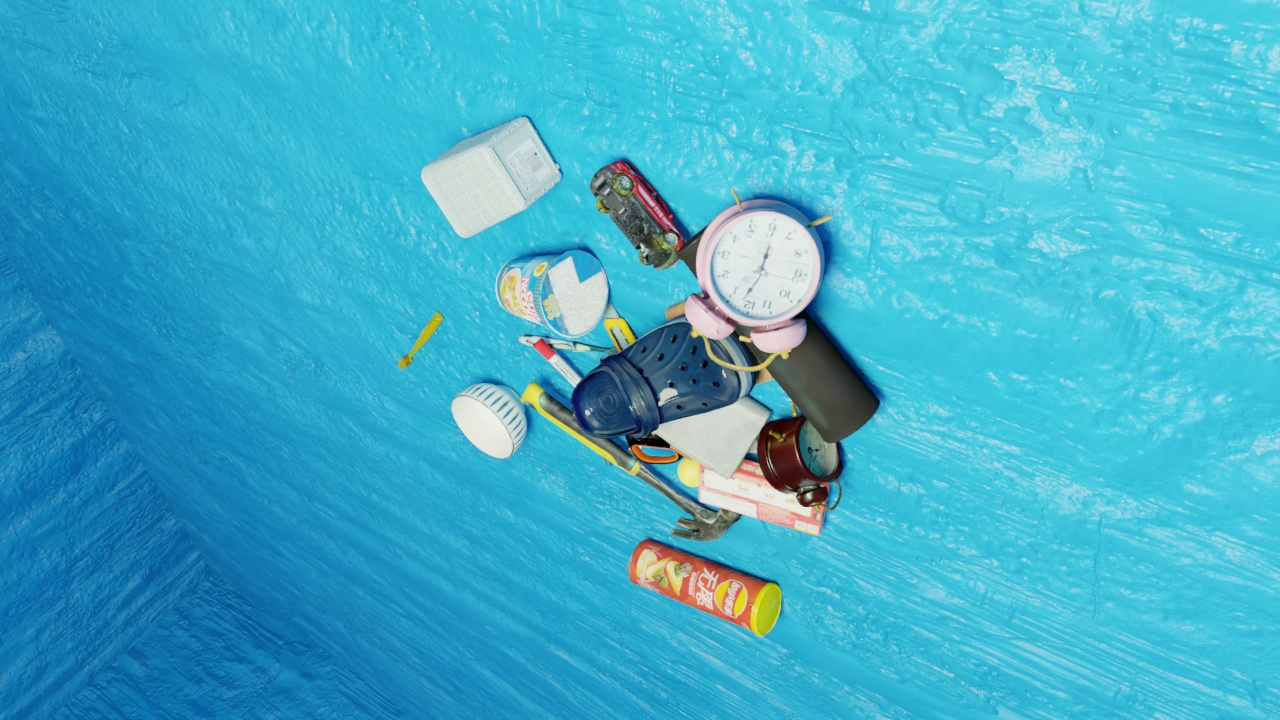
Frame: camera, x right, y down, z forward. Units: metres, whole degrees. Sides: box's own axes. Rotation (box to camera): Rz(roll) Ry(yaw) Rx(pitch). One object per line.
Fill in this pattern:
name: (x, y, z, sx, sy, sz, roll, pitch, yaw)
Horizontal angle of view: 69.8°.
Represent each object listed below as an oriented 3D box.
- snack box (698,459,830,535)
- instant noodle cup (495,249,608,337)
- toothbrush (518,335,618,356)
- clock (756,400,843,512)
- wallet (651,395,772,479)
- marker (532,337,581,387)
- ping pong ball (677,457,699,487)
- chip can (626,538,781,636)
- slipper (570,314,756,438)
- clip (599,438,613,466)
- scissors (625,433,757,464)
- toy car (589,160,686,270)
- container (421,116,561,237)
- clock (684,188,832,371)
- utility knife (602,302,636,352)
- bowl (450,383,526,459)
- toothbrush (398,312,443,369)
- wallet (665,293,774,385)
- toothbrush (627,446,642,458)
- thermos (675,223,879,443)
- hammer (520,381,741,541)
snack box: (0.144, 0.156, 1.086, 0.153, 0.025, 0.075, 14, 135, 18)
instant noodle cup: (-0.108, -0.081, 1.061, 0.110, 0.099, 0.099, 11, 133, 46)
toothbrush: (-0.088, -0.016, 1.162, 0.192, 0.018, 0.016, 8, 132, 38)
clock: (0.177, 0.109, 0.986, 0.055, 0.081, 0.122, -23, 107, 45)
wallet: (0.071, 0.065, 1.055, 0.130, 0.036, 0.107, 34, 111, 12)
marker: (-0.083, 0.026, 1.186, 0.145, 0.017, 0.017, 46, 145, -17)
ping pong ball: (0.067, 0.139, 1.152, 0.040, 0.040, 0.040, 25, 140, 23)
chip can: (0.087, 0.313, 1.283, 0.217, 0.073, 0.073, 14, 135, 35)
slipper: (0.005, 0.027, 0.988, 0.254, 0.095, 0.105, -21, 96, 43)
clip: (-0.049, 0.124, 1.269, 0.034, 0.013, 0.055, 9, 132, 39)
scissors: (0.081, 0.106, 1.111, 0.235, 0.021, 0.140, 22, 132, 17)
toy car: (0.001, -0.147, 0.923, 0.120, 0.045, 0.053, 53, 145, -5)
container: (-0.157, -0.198, 0.986, 0.112, 0.089, 0.090, -10, 120, 45)
clock: (0.103, -0.067, 0.828, 0.117, 0.059, 0.159, 15, 104, 1)
utility knife: (-0.006, 0.006, 1.086, 0.033, 0.015, 0.176, -26, 96, 29)
bowl: (-0.209, 0.078, 1.328, 0.116, 0.066, 0.117, 25, 139, 23)
toothbrush: (-0.333, -0.027, 1.380, 0.015, 0.016, 0.191, 46, 144, -5)
wallet: (0.085, -0.019, 0.979, 0.101, 0.020, 0.115, -23, 97, 52)
toothbrush: (0.006, 0.086, 1.177, 0.016, 0.016, 0.181, 36, 143, 9)
thermos: (0.141, -0.036, 0.891, 0.090, 0.068, 0.242, -34, 100, 31)
hammer: (-0.022, 0.135, 1.219, 0.323, 0.031, 0.126, 35, 145, 2)
